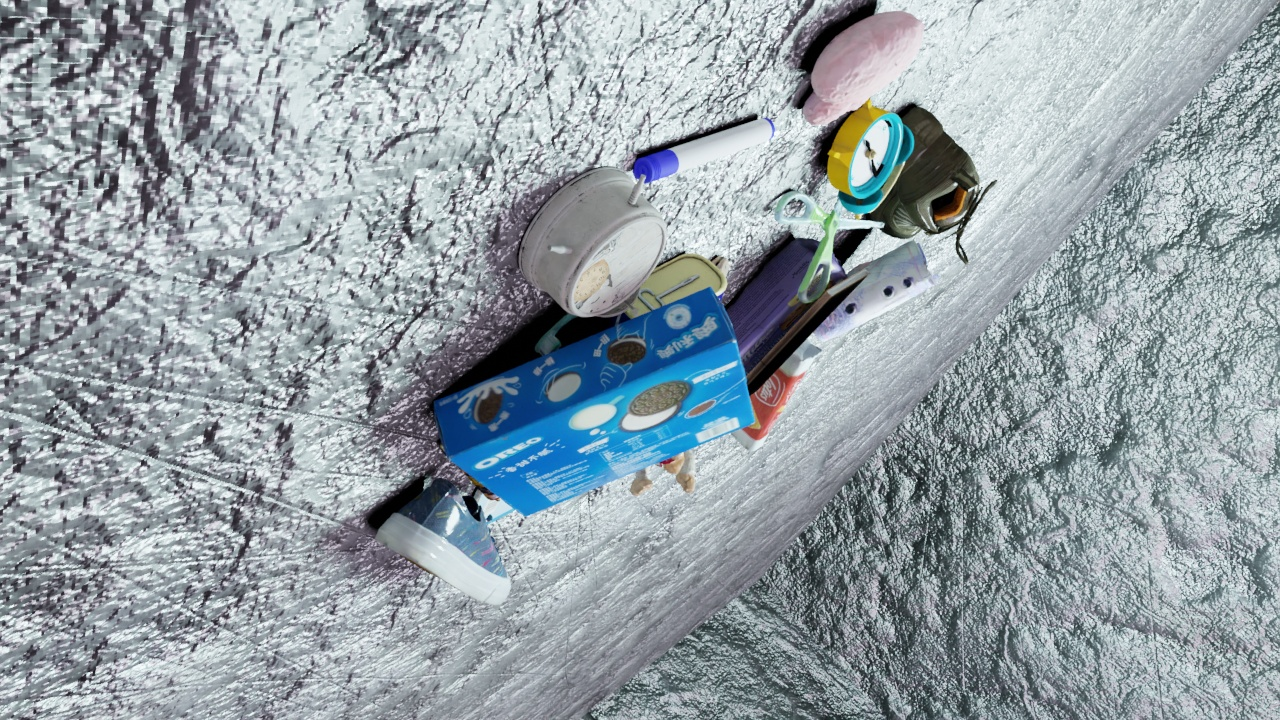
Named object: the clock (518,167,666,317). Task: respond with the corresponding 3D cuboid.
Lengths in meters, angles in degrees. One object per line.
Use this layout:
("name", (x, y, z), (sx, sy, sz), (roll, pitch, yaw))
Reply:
("clock", (-0.025, -0.068, 0.667), (0.103, 0.061, 0.157), (-39, 158, -12))

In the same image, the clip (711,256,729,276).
("clip", (0.062, -0.074, 0.890), (0.052, 0.059, 0.026), (-7, 167, 17))

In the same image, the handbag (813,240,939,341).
("handbag", (0.287, -0.088, 1.146), (0.159, 0.069, 0.126), (-27, -179, 22))

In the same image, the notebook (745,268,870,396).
("notebook", (0.167, -0.016, 1.038), (0.210, 0.008, 0.141), (-50, 167, 31))

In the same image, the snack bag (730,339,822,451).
("snack bag", (0.163, 0.035, 1.215), (0.041, 0.077, 0.226), (-35, 159, -30))

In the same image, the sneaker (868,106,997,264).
("sneaker", (0.340, -0.179, 1.028), (0.101, 0.143, 0.238), (-44, 161, 1))

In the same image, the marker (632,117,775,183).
("marker", (0.051, -0.160, 0.694), (0.141, 0.020, 0.020), (-28, 155, -38))

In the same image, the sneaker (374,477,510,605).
("sneaker", (-0.172, 0.170, 0.868), (0.079, 0.087, 0.236), (-60, 160, -17))

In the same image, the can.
("can", (0.019, -0.035, 0.829), (0.116, 0.056, 0.092), (-30, 155, -33))

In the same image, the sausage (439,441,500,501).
("sausage", (-0.147, 0.098, 0.817), (0.020, 0.020, 0.155), (-40, 155, -11))

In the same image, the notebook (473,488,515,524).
("notebook", (-0.071, 0.086, 0.968), (0.252, 0.009, 0.182), (-22, 151, -46))

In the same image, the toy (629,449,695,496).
("toy", (0.031, 0.129, 1.182), (0.085, 0.074, 0.105), (-17, -170, 16))

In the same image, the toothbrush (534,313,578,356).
("toothbrush", (-0.037, -0.053, 0.741), (0.135, 0.017, 0.022), (-47, 157, 10))

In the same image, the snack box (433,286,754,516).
("snack box", (-0.028, 0.045, 0.773), (0.239, 0.056, 0.196), (-22, 155, 2))

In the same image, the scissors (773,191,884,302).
("scissors", (0.193, -0.142, 0.932), (0.172, 0.023, 0.171), (23, 86, -37))

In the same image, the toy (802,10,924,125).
("toy", (0.175, -0.232, 0.744), (0.108, 0.053, 0.105), (-34, 169, -25))

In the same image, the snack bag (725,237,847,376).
("snack bag", (0.138, -0.051, 1.028), (0.206, 0.058, 0.096), (-45, 158, 12))

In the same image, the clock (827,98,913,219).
("clock", (0.223, -0.196, 0.894), (0.099, 0.044, 0.129), (-58, 145, 2))
